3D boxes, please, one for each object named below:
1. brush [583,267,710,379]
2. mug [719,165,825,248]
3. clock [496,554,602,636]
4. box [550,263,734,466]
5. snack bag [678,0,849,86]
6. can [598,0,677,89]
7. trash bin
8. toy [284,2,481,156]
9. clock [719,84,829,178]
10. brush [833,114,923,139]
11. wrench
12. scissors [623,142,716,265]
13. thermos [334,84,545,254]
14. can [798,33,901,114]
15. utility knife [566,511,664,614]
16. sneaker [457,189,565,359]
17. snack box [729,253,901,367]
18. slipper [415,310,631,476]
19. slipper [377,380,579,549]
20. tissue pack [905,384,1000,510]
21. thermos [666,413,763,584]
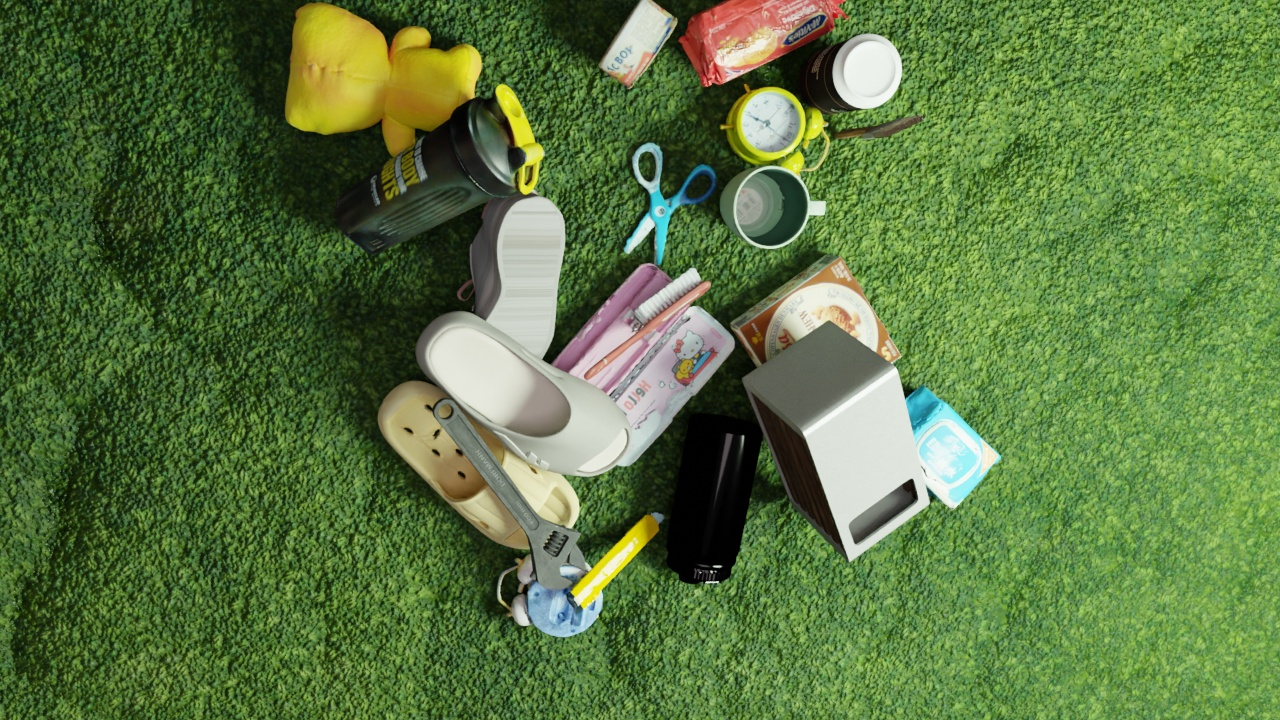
[{"bbox_3d":[0.001,-0.041,0.997,0.172,0.041,0.030,-38,84,-3],"label":"brush"},{"bbox_3d":[0.142,-0.167,0.992,0.111,0.104,0.084,0,102,-8],"label":"mug"},{"bbox_3d":[-0.105,0.272,1.076,0.125,0.052,0.089,10,101,-10],"label":"clock"},{"bbox_3d":[-0.006,0.006,1.044,0.152,0.037,0.201,41,93,-16],"label":"box"},{"bbox_3d":[0.128,-0.356,0.964,0.176,0.082,0.082,-27,104,-3],"label":"snack bag"},{"bbox_3d":[-0.003,-0.328,0.946,0.043,0.086,0.086,33,95,-14],"label":"can"},{"bbox_3d":[0.217,0.091,1.004,0.114,0.114,0.229,-33,129,-9],"label":"trash bin"},{"bbox_3d":[-0.256,-0.273,0.922,0.193,0.087,0.134,11,104,-11],"label":"toy"},{"bbox_3d":[0.149,-0.250,0.999,0.119,0.057,0.083,27,95,-7],"label":"clock"},{"bbox_3d":[0.239,-0.242,0.970,0.045,0.143,0.008,-26,106,-11],"label":"brush"},{"bbox_3d":[-0.140,0.147,0.987,0.073,0.018,0.273,-40,116,-16],"label":"wrench"},{"bbox_3d":[0.034,-0.170,1.024,0.117,0.013,0.140,1,99,-10],"label":"scissors"},{"bbox_3d":[-0.199,-0.179,0.908,0.221,0.098,0.098,-23,106,26],"label":"thermos"},{"bbox_3d":[0.217,-0.297,0.962,0.072,0.128,0.072,-2,102,-8],"label":"can"},{"bbox_3d":[-0.026,0.231,1.065,0.158,0.017,0.030,-41,108,-25],"label":"utility knife"},{"bbox_3d":[-0.145,-0.084,0.989,0.099,0.089,0.237,1,123,-27],"label":"sneaker"},{"bbox_3d":[0.202,-0.024,1.063,0.147,0.041,0.143,-35,105,0],"label":"snack box"},{"bbox_3d":[-0.115,0.050,0.961,0.266,0.080,0.113,39,95,-25],"label":"slipper"},{"bbox_3d":[-0.183,0.128,1.023,0.261,0.079,0.111,42,97,-14],"label":"slipper"},{"bbox_3d":[0.356,0.107,1.103,0.144,0.061,0.093,41,94,-14],"label":"tissue pack"},{"bbox_3d":[0.081,0.169,1.064,0.086,0.086,0.199,8,101,-10],"label":"thermos"}]
